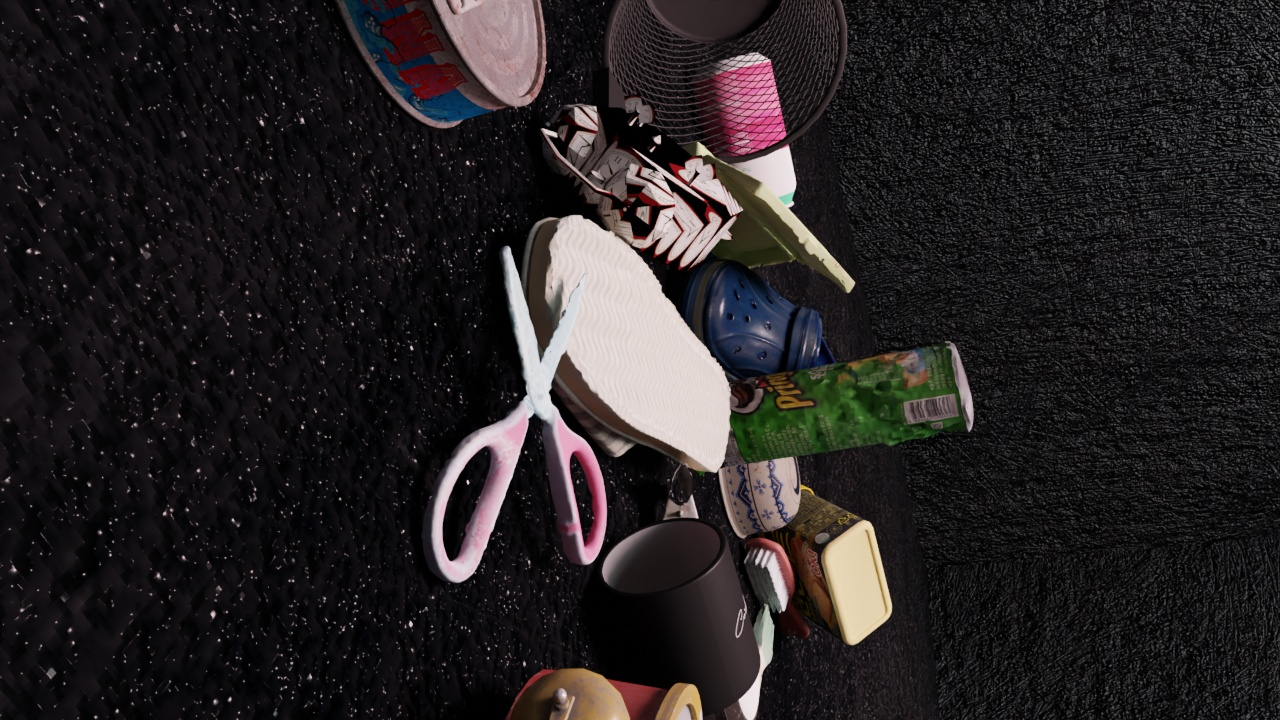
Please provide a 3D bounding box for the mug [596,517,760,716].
[{"bbox_3d":[0.027,0.145,0.559,0.113,0.078,0.088,-66,142,-65],"label":"mug"}]

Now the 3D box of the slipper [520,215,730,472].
[{"bbox_3d":[-0.003,0.003,0.582,0.272,0.054,0.114,43,44,-54],"label":"slipper"}]

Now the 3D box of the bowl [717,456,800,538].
[{"bbox_3d":[0.116,0.108,0.869,0.115,0.059,0.115,-10,90,-71],"label":"bowl"}]

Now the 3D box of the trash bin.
[{"bbox_3d":[0.067,-0.299,0.776,0.209,0.184,0.184,-87,158,-49],"label":"trash bin"}]

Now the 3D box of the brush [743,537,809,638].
[{"bbox_3d":[0.134,0.235,0.899,0.030,0.041,0.172,-61,143,-36],"label":"brush"}]

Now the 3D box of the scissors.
[{"bbox_3d":[-0.055,0.035,0.424,0.167,0.014,0.171,-38,124,-54],"label":"scissors"}]

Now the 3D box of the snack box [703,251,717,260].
[{"bbox_3d":[0.081,-0.080,0.908,0.087,0.033,0.154,-36,114,-68],"label":"snack box"}]

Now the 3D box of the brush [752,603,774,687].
[{"bbox_3d":[0.096,0.292,0.789,0.217,0.012,0.033,-61,137,-60],"label":"brush"}]

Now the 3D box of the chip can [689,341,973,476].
[{"bbox_3d":[0.143,0.038,0.727,0.075,0.223,0.075,-11,89,-74],"label":"chip can"}]

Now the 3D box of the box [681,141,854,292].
[{"bbox_3d":[0.091,-0.117,0.765,0.187,0.141,0.048,31,81,-49],"label":"box"}]

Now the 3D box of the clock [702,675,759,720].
[{"bbox_3d":[0.061,0.231,0.664,0.091,0.044,0.123,-46,124,-67],"label":"clock"}]

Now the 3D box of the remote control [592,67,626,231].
[{"bbox_3d":[-0.022,-0.147,0.671,0.034,0.013,0.149,49,36,-57],"label":"remote control"}]

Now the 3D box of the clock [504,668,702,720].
[{"bbox_3d":[-0.030,0.181,0.363,0.159,0.081,0.117,65,33,-61],"label":"clock"}]

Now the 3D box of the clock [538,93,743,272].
[{"bbox_3d":[0.001,-0.118,0.573,0.114,0.065,0.154,50,24,25],"label":"clock"}]

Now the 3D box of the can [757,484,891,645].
[{"bbox_3d":[0.186,0.206,0.923,0.072,0.101,0.131,-29,116,-22],"label":"can"}]

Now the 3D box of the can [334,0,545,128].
[{"bbox_3d":[-0.093,-0.179,0.431,0.129,0.044,0.130,-10,90,-71],"label":"can"}]

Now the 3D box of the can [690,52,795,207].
[{"bbox_3d":[0.114,-0.243,1.003,0.088,0.088,0.166,-47,125,-67],"label":"can"}]

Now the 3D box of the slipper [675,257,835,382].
[{"bbox_3d":[0.129,-0.016,0.841,0.252,0.095,0.105,35,64,-45],"label":"slipper"}]

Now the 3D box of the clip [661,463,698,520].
[{"bbox_3d":[0.023,0.104,0.631,0.102,0.041,0.054,88,1,-75],"label":"clip"}]
